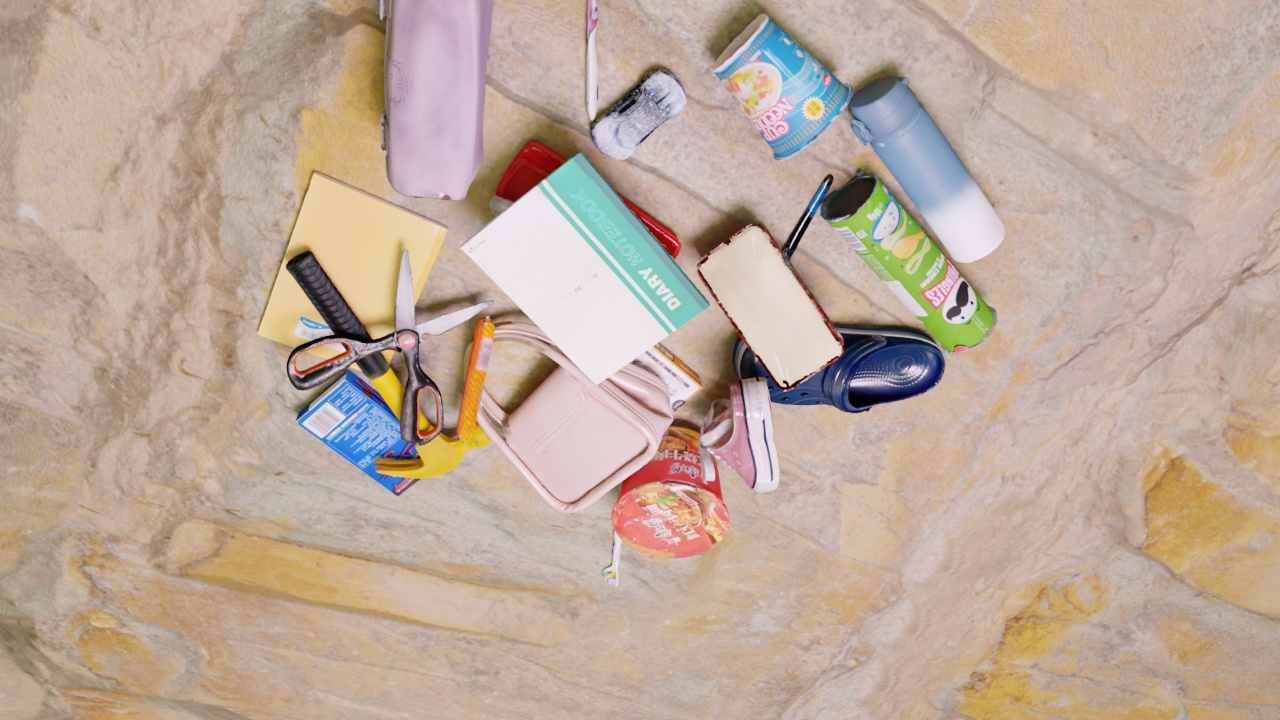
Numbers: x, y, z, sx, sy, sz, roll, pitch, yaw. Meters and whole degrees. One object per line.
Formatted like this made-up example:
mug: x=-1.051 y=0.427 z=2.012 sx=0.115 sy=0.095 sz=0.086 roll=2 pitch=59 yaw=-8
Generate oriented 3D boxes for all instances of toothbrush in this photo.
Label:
toothbrush: x=-0.028 y=0.217 z=1.197 sx=0.020 sy=0.029 sz=0.190 roll=-23 pitch=132 yaw=-43
toothbrush: x=0.164 y=-0.119 z=1.009 sx=0.014 sy=0.016 sz=0.190 roll=17 pitch=118 yaw=-22
toothbrush: x=-0.042 y=-0.320 z=0.866 sx=0.017 sy=0.016 sz=0.188 roll=-6 pitch=122 yaw=-14

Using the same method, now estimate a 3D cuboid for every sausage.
sausage: x=-0.183 y=0.023 z=1.013 sx=0.021 sy=0.021 sz=0.165 roll=11 pitch=117 yaw=-12

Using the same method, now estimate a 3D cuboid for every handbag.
handbag: x=-0.100 y=0.050 z=1.043 sx=0.234 sy=0.093 sz=0.194 roll=38 pitch=126 yaw=-12
handbag: x=-0.181 y=-0.259 z=0.815 sx=0.098 sy=0.144 sz=0.197 roll=4 pitch=120 yaw=-11

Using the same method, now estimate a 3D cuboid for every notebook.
notebook: x=-0.050 y=-0.083 z=0.902 sx=0.150 sy=0.012 sz=0.209 roll=-35 pitch=119 yaw=16
notebook: x=-0.312 y=-0.085 z=0.988 sx=0.145 sy=0.010 sz=0.207 roll=21 pitch=117 yaw=-18

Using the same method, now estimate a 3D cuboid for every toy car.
toy car: x=-0.003 y=-0.241 z=0.909 sx=0.106 sy=0.031 sz=0.049 roll=-37 pitch=117 yaw=18

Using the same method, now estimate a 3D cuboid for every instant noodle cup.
instant noodle cup: x=0.036 y=0.154 z=1.101 sx=0.138 sy=0.108 sz=0.138 roll=2 pitch=132 yaw=2
instant noodle cup: x=0.130 y=-0.265 z=0.877 sx=0.110 sy=0.099 sz=0.099 roll=41 pitch=110 yaw=-17

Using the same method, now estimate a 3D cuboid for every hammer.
hammer: x=-0.291 y=0.012 z=1.015 sx=0.128 sy=0.033 sz=0.301 roll=-30 pitch=118 yaw=-4

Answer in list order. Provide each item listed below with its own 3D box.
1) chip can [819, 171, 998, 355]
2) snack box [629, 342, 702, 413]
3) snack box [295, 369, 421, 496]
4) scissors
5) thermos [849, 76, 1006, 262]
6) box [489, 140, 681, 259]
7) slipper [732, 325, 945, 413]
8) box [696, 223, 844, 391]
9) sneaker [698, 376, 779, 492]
chip can: x=0.295 y=-0.102 z=0.999 sx=0.072 sy=0.072 sz=0.236 roll=-41 pitch=116 yaw=18
snack box: x=-0.006 y=0.006 z=1.064 sx=0.153 sy=0.026 sz=0.075 roll=39 pitch=111 yaw=-24
snack box: x=-0.315 y=0.089 z=1.084 sx=0.085 sy=0.026 sz=0.157 roll=-38 pitch=118 yaw=15
scissors: x=-0.260 y=-0.004 z=0.986 sx=0.233 sy=0.021 sz=0.221 roll=-18 pitch=117 yaw=-9
thermos: x=0.295 y=-0.195 z=0.946 sx=0.070 sy=0.070 sz=0.220 roll=-38 pitch=117 yaw=17
box: x=-0.054 y=-0.125 z=0.936 sx=0.201 sy=0.100 sz=0.096 roll=31 pitch=115 yaw=-22
slipper: x=0.232 y=0.017 z=1.056 sx=0.252 sy=0.095 sz=0.105 roll=1 pitch=119 yaw=-9
box: x=0.139 y=-0.058 z=0.967 sx=0.091 sy=0.077 sz=0.168 roll=-35 pitch=90 yaw=13
sneaker: x=0.111 y=0.089 z=1.056 sx=0.088 sy=0.118 sz=0.241 roll=-7 pitch=154 yaw=7
